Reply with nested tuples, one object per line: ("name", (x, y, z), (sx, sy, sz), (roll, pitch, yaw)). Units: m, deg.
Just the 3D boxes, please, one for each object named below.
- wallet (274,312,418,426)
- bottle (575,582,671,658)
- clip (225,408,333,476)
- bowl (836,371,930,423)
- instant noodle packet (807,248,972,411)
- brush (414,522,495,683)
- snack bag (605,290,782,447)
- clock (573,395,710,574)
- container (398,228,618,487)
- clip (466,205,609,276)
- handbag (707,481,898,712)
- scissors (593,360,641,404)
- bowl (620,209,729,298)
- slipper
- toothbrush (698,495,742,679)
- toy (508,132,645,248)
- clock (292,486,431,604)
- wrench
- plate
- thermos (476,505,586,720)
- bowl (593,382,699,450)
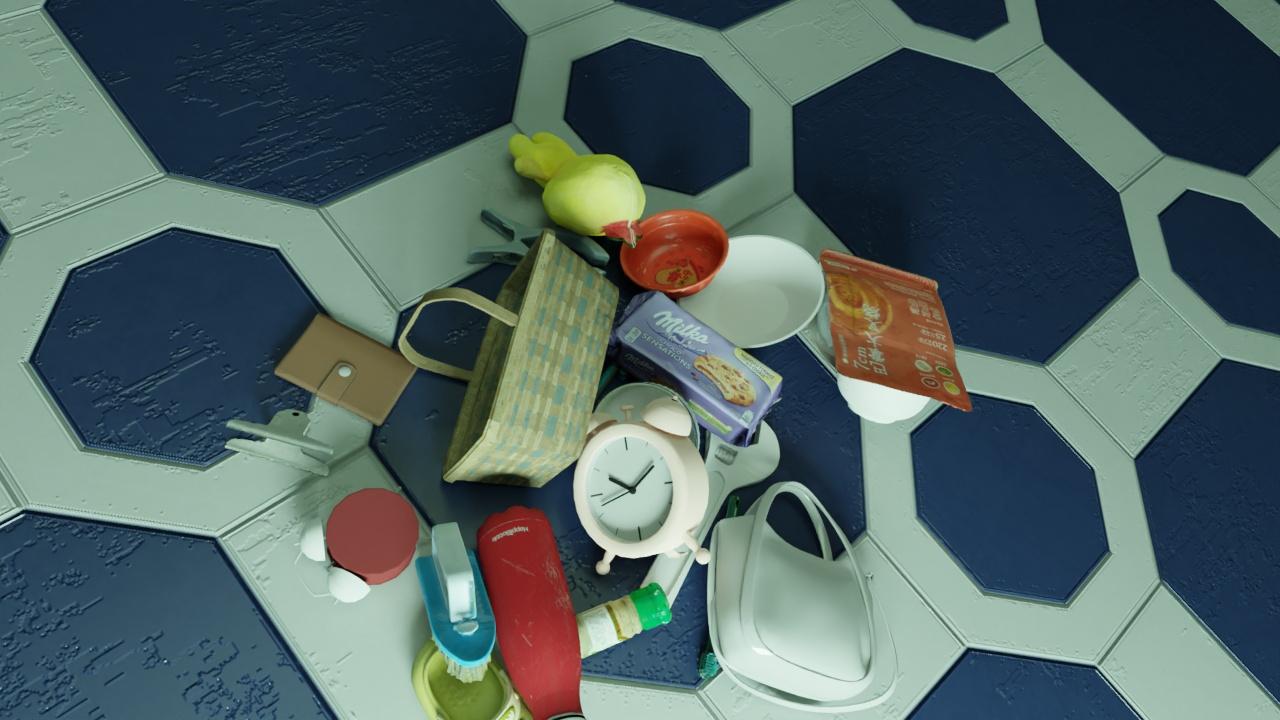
("wallet", (-0.303, 0.007, 0.953), (0.121, 0.013, 0.087), (27, 55, -2))
("bottle", (-0.026, 0.252, 0.881), (0.111, 0.043, 0.043), (-19, 69, -16))
("clip", (-0.348, 0.077, 0.897), (0.102, 0.054, 0.057), (18, 93, -8))
("bowl", (0.283, 0.033, 1.081), (0.113, 0.063, 0.113), (12, 24, -6))
("instant noodle packet", (0.286, -0.028, 1.064), (0.164, 0.084, 0.220), (16, 32, -10))
("brush", (-0.162, 0.215, 0.817), (0.055, 0.075, 0.136), (-6, 33, -21))
("snack bag", (0.054, 0.008, 1.018), (0.205, 0.059, 0.096), (36, 52, 7))
("clock", (0.005, 0.123, 0.909), (0.086, 0.131, 0.160), (-7, 84, -59))
("container", (-0.145, -0.007, 0.931), (0.186, 0.158, 0.249), (23, 57, -18))
("clip", (-0.121, -0.116, 1.070), (0.163, 0.028, 0.106), (18, 57, -6))
("handbag", (0.165, 0.230, 0.948), (0.215, 0.096, 0.222), (25, 47, -18))
("scissors", (-0.015, 0.005, 1.042), (0.149, 0.019, 0.131), (-13, 68, -22))
("bowl", (0.043, -0.119, 1.097), (0.130, 0.045, 0.130), (-6, 53, 8))
("slipper", (-0.128, 0.317, 0.801), (0.091, 0.082, 0.190), (-27, 71, -31))
("toothbrush", (0.084, 0.229, 0.940), (0.016, 0.017, 0.189), (19, 64, -13))
("toy", (-0.073, -0.214, 1.098), (0.208, 0.092, 0.133), (35, 37, 28))
("clock", (-0.260, 0.171, 0.859), (0.124, 0.044, 0.087), (-32, 76, -29))
("wrench", (0.072, 0.169, 0.981), (0.086, 0.018, 0.272), (31, 59, -1))
("plate", (0.131, -0.074, 1.098), (0.174, 0.036, 0.173), (-6, 53, 8))
("thermos", (-0.091, 0.245, 0.821), (0.073, 0.073, 0.239), (-5, 48, -20))
("bowl", (0.011, 0.077, 0.972), (0.118, 0.118, 0.062), (44, 18, 9))
